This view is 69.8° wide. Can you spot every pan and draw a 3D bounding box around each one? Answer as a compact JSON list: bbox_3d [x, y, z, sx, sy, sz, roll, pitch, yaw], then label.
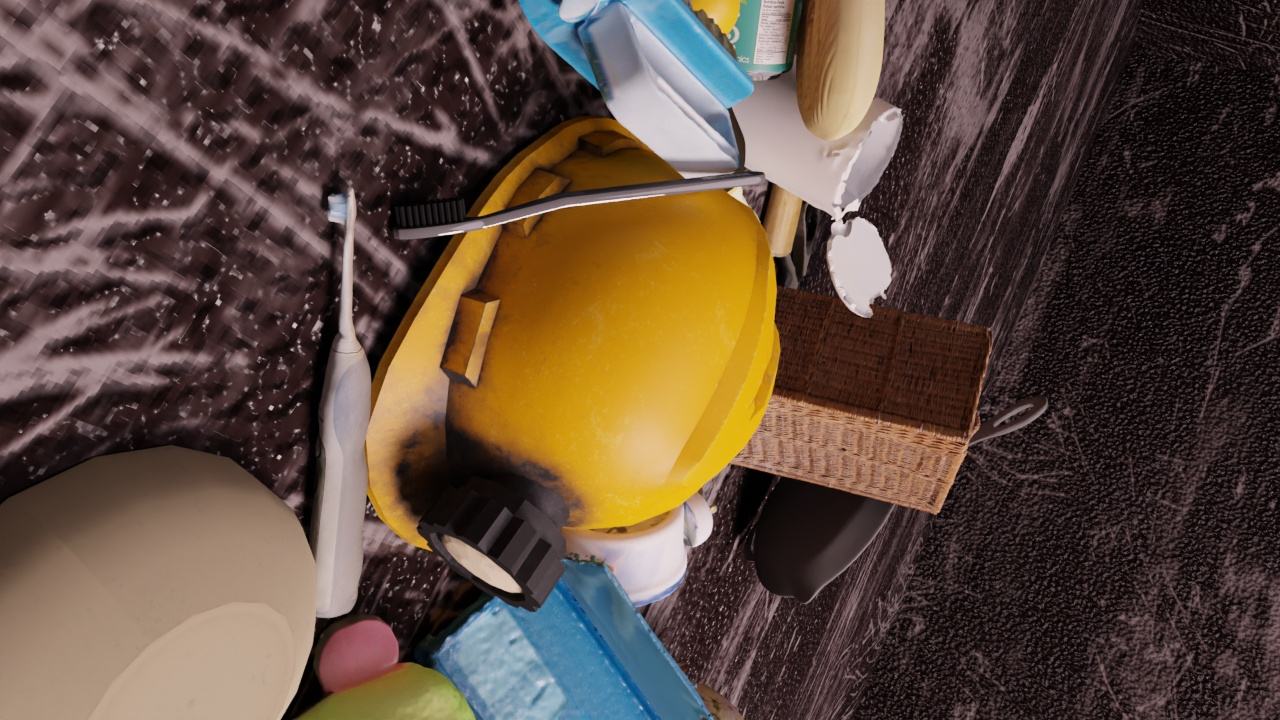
[{"bbox_3d":[0.207,0.107,0.834,0.356,0.024,0.215,-37,-160,43],"label":"pan"}]

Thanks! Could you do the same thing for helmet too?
[{"bbox_3d":[-0.003,0.003,0.462,0.254,0.131,0.205,-55,150,-29],"label":"helmet"}]

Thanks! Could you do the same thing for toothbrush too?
[{"bbox_3d":[-0.121,0.022,0.371,0.022,0.024,0.186,-109,-153,-66],"label":"toothbrush"},{"bbox_3d":[-0.022,-0.069,0.396,0.167,0.013,0.013,-10,113,-17],"label":"toothbrush"}]

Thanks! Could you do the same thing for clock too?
[{"bbox_3d":[-0.007,0.103,0.577,0.125,0.089,0.052,-31,129,-51],"label":"clock"}]

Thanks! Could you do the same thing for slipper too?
[{"bbox_3d":[0.134,-0.253,0.514,0.111,0.079,0.261,-174,-93,-83],"label":"slipper"}]

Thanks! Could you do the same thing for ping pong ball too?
[{"bbox_3d":[0.033,-0.189,0.488,0.040,0.040,0.040,-42,144,-43],"label":"ping pong ball"}]

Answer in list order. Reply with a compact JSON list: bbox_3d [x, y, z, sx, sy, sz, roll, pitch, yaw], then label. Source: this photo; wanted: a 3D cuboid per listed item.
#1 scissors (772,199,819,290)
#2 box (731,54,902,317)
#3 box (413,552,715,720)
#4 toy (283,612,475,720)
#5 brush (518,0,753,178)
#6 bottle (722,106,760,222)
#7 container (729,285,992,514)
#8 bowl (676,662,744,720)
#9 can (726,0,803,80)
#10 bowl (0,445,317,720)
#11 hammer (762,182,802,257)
[{"bbox_3d":[0.142,-0.078,0.811,0.164,0.012,0.150,1,109,-60],"label":"scissors"},{"bbox_3d":[0.118,-0.116,0.603,0.083,0.147,0.137,-30,145,-46],"label":"box"},{"bbox_3d":[-0.007,0.219,0.489,0.094,0.112,0.231,-37,100,-29],"label":"box"},{"bbox_3d":[-0.098,0.232,0.411,0.197,0.107,0.149,50,63,-25],"label":"toy"},{"bbox_3d":[-0.005,-0.136,0.395,0.135,0.055,0.075,28,45,-50],"label":"brush"},{"bbox_3d":[0.044,-0.120,0.555,0.045,0.045,0.184,-64,154,-10],"label":"bottle"},{"bbox_3d":[0.165,0.030,0.728,0.113,0.199,0.113,84,25,-50],"label":"container"},{"bbox_3d":[0.010,0.282,0.733,0.145,0.145,0.063,14,59,-64],"label":"bowl"},{"bbox_3d":[0.066,-0.214,0.517,0.054,0.055,0.102,-35,139,-49],"label":"can"},{"bbox_3d":[-0.167,0.109,0.312,0.151,0.050,0.153,-42,144,-43],"label":"bowl"},{"bbox_3d":[0.135,-0.237,0.665,0.132,0.033,0.331,-25,131,-57],"label":"hammer"}]
